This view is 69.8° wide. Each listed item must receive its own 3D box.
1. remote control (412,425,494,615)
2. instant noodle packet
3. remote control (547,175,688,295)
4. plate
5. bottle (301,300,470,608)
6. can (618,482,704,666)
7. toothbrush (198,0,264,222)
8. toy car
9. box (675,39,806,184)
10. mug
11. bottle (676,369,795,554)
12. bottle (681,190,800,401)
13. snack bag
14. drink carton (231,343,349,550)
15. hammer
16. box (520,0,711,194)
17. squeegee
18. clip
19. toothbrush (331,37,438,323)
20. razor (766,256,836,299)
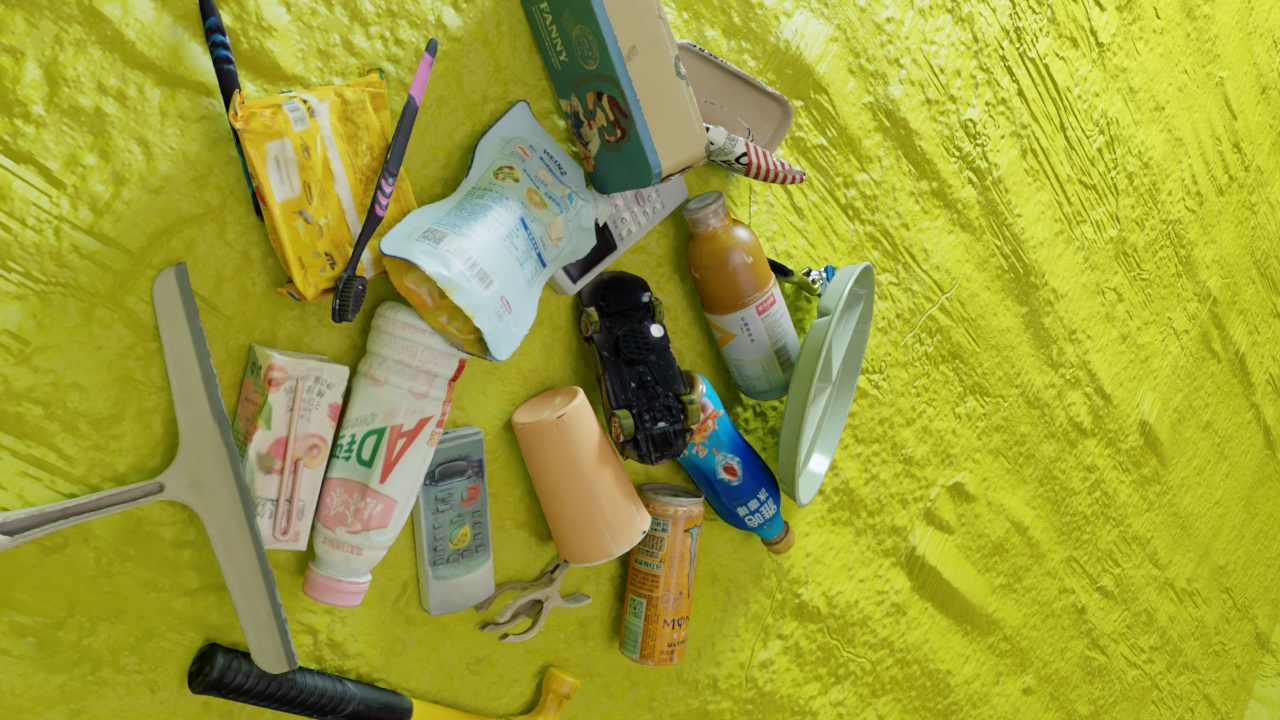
[{"bbox_3d":[-0.137,0.118,0.670,0.056,0.019,0.135,-11,105,-38],"label":"remote control"},{"bbox_3d":[-0.191,-0.110,0.567,0.110,0.044,0.128,-31,120,-41],"label":"instant noodle packet"},{"bbox_3d":[-0.022,-0.114,0.719,0.149,0.021,0.058,-44,122,-25],"label":"remote control"},{"bbox_3d":[0.169,0.021,0.835,0.229,0.027,0.231,-50,149,-46],"label":"plate"},{"bbox_3d":[-0.171,0.062,0.603,0.068,0.068,0.197,21,87,-40],"label":"bottle"},{"bbox_3d":[0.018,0.182,0.783,0.058,0.058,0.146,3,96,-39],"label":"can"},{"bbox_3d":[-0.242,-0.173,0.534,0.014,0.016,0.190,-21,112,-34],"label":"toothbrush"},{"bbox_3d":[-0.004,0.004,0.717,0.070,0.042,0.158,-9,75,-25],"label":"toy car"},{"bbox_3d":[0.075,-0.200,0.747,0.162,0.076,0.086,11,93,-40],"label":"box"},{"bbox_3d":[-0.050,0.086,0.704,0.078,0.078,0.123,-33,112,-30],"label":"mug"},{"bbox_3d":[0.080,0.100,0.812,0.065,0.065,0.219,-52,125,-20],"label":"bottle"},{"bbox_3d":[0.086,-0.054,0.788,0.067,0.068,0.189,-40,121,-27],"label":"bottle"},{"bbox_3d":[-0.088,-0.091,0.620,0.110,0.039,0.190,41,47,-11],"label":"snack bag"},{"bbox_3d":[-0.224,0.055,0.571,0.053,0.046,0.122,14,90,-41],"label":"drink carton"},{"bbox_3d":[-0.174,0.255,0.658,0.300,0.033,0.128,34,76,-38],"label":"hammer"},{"bbox_3d":[-0.021,-0.213,0.650,0.062,0.090,0.184,-33,109,-28],"label":"box"},{"bbox_3d":[-0.341,0.092,0.488,0.246,0.039,0.246,-16,91,-30],"label":"squeegee"},{"bbox_3d":[-0.081,0.188,0.724,0.100,0.035,0.072,-23,112,-43],"label":"clip"},{"bbox_3d":[-0.153,-0.112,0.562,0.014,0.018,0.189,27,78,-56],"label":"toothbrush"},{"bbox_3d":[0.132,-0.083,0.850,0.142,0.022,0.042,15,62,-37],"label":"razor"}]
